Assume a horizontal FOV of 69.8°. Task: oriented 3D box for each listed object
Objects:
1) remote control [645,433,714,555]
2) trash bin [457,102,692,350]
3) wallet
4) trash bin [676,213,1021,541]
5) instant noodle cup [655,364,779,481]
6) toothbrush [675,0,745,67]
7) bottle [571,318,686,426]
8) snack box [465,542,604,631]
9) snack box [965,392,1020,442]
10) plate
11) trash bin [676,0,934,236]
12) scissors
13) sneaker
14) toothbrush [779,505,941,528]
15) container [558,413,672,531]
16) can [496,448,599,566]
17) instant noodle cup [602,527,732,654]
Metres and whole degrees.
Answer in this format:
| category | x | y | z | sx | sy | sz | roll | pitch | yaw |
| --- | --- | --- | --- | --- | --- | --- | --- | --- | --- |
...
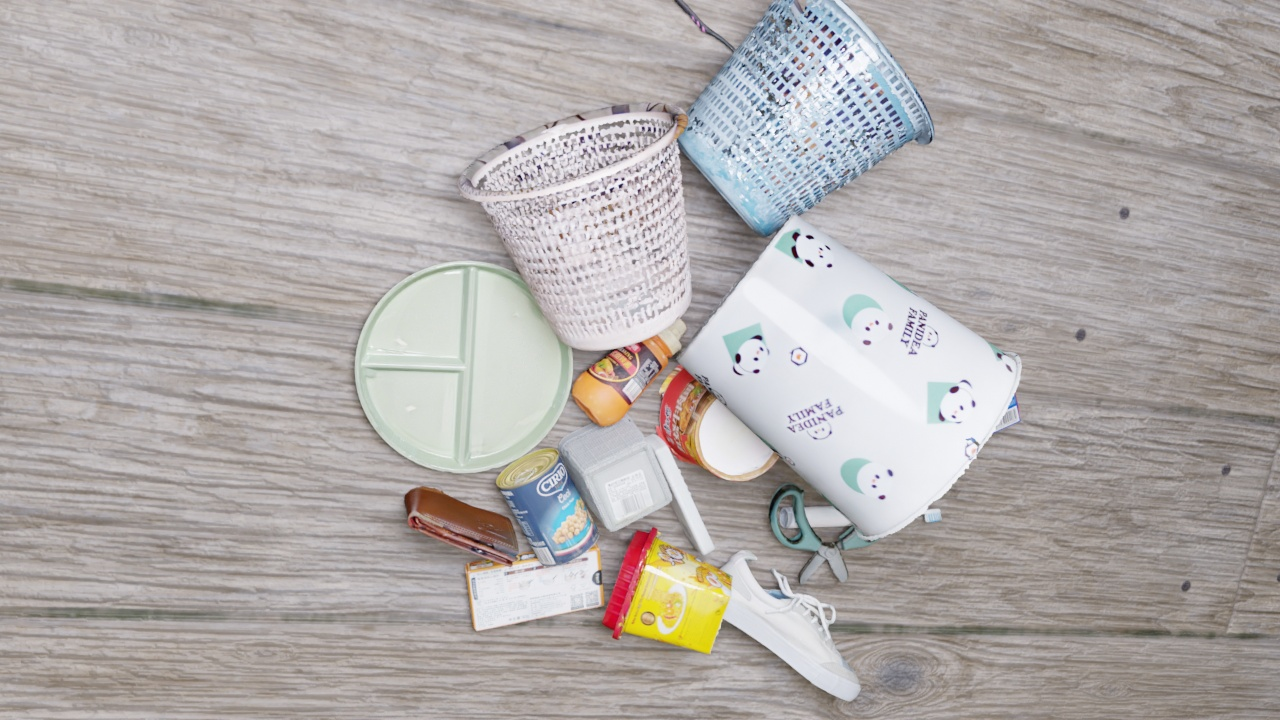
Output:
| category | x | y | z | sx | sy | sz | roll | pitch | yaw |
| --- | --- | --- | --- | --- | --- | --- | --- | --- | --- |
| remote control | 0.045 | 0.155 | 1.062 | 0.021 | 0.058 | 0.150 | -28 | 108 | -10 |
| trash bin | -0.042 | -0.126 | 0.912 | 0.227 | 0.227 | 0.192 | -23 | 119 | -10 |
| wallet | -0.192 | 0.175 | 0.978 | 0.124 | 0.101 | 0.032 | 25 | 92 | -18 |
| trash bin | 0.188 | 0.006 | 0.889 | 0.252 | 0.229 | 0.229 | 38 | 90 | 0 |
| instant noodle cup | 0.098 | 0.068 | 1.031 | 0.137 | 0.108 | 0.138 | -3 | 102 | -15 |
| toothbrush | 0.052 | -0.368 | 0.977 | 0.189 | 0.014 | 0.018 | 39 | 99 | -19 |
| bottle | -0.006 | 0.006 | 1.017 | 0.149 | 0.067 | 0.067 | -43 | 109 | -11 |
| snack box | -0.120 | 0.258 | 1.055 | 0.153 | 0.026 | 0.075 | -8 | 104 | -13 |
| snack box | 0.364 | 0.083 | 1.134 | 0.207 | 0.058 | 0.057 | -22 | 106 | -10 |
| plate | -0.187 | 0.007 | 0.983 | 0.230 | 0.027 | 0.230 | -3 | 103 | -15 |
| trash bin | 0.148 | -0.244 | 0.937 | 0.195 | 0.226 | 0.226 | -41 | 109 | 10 |
| scissors | 0.237 | 0.190 | 1.113 | 0.170 | 0.019 | 0.175 | -39 | 113 | -1 |
| sneaker | 0.187 | 0.321 | 1.127 | 0.242 | 0.089 | 0.090 | 38 | 85 | -13 |
| toothbrush | 0.281 | 0.195 | 1.152 | 0.220 | 0.027 | 0.026 | 1 | 76 | -16 |
| container | -0.026 | 0.122 | 1.005 | 0.090 | 0.114 | 0.090 | -26 | 106 | -9 |
| can | -0.101 | 0.163 | 1.014 | 0.075 | 0.075 | 0.111 | -28 | 108 | -8 |
| instant noodle cup | 0.034 | 0.266 | 1.037 | 0.124 | 0.116 | 0.116 | 20 | 96 | 6 |
